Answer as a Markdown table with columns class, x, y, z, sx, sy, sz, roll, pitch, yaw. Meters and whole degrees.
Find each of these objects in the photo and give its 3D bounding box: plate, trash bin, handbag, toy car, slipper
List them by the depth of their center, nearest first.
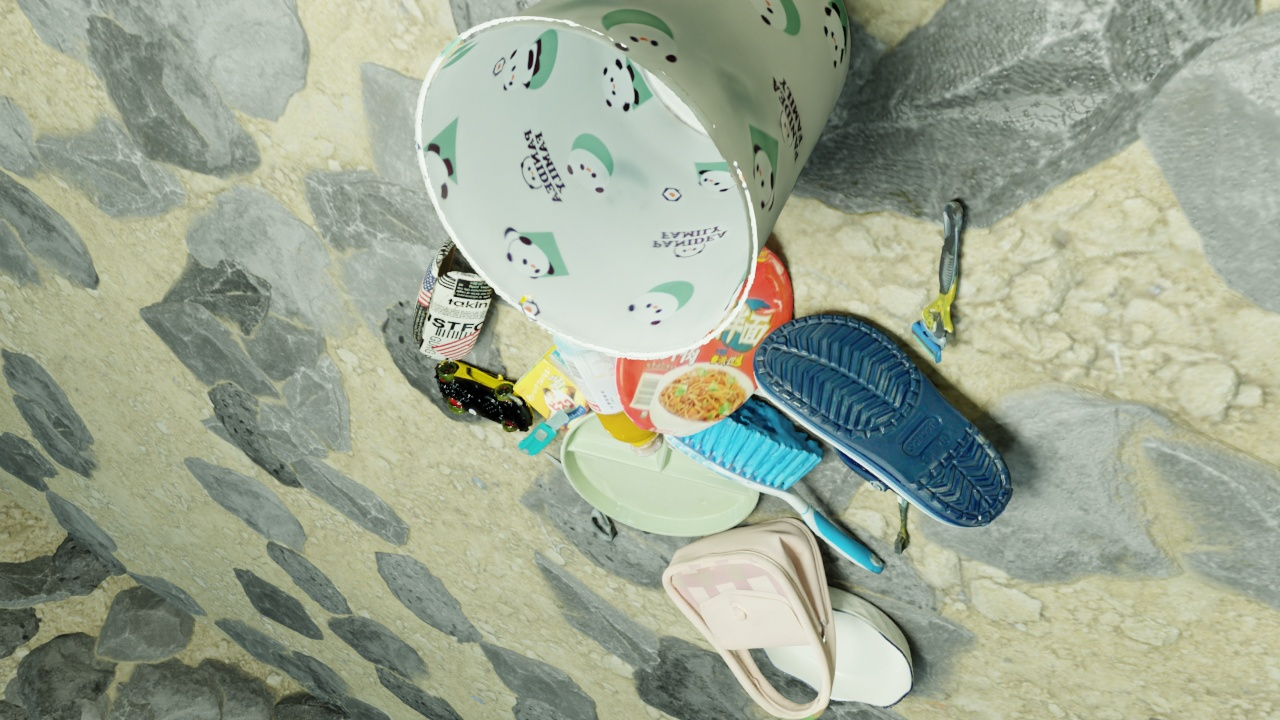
| class | x | y | z | sx | sy | sz | roll | pitch | yaw |
| --- | --- | --- | --- | --- | --- | --- | --- | --- | --- |
| trash bin | 0.016 | -0.166 | 0.623 | 0.230 | 0.251 | 0.230 | 19 | 137 | 19 |
| slipper | 0.216 | 0.053 | 0.827 | 0.253 | 0.105 | 0.095 | 37 | 168 | 7 |
| plate | 0.022 | 0.123 | 1.046 | 0.230 | 0.027 | 0.231 | 10 | 136 | 10 |
| handbag | 0.145 | 0.311 | 1.071 | 0.194 | 0.093 | 0.234 | -22 | 92 | 48 |
| plate | 0.238 | 0.348 | 1.135 | 0.205 | 0.045 | 0.205 | 19 | 139 | 18 |
| toy car | -0.193 | 0.044 | 1.143 | 0.156 | 0.041 | 0.071 | 19 | 138 | 25 |

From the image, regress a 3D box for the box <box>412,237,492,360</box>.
| class | x | y | z | sx | sy | sz | roll | pitch | yaw |
| --- | --- | --- | --- | --- | --- | --- | --- | --- | --- |
| box | -0.218 | -0.070 | 1.035 | 0.076 | 0.087 | 0.163 | 1 | 150 | -21 |

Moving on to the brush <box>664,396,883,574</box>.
| class | x | y | z | sx | sy | sz | roll | pitch | yaw |
| --- | --- | --- | --- | --- | --- | --- | --- | --- | --- |
| brush | 0.159 | 0.128 | 0.959 | 0.314 | 0.060 | 0.110 | 27 | 120 | -14 |

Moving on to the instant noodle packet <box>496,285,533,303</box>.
| class | x | y | z | sx | sy | sz | roll | pitch | yaw |
| --- | --- | --- | --- | --- | --- | --- | --- | --- | --- |
| instant noodle packet | -0.109 | -0.088 | 0.921 | 0.111 | 0.044 | 0.128 | 19 | 166 | 12 |

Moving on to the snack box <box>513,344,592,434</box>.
| class | x | y | z | sx | sy | sz | roll | pitch | yaw |
| --- | --- | --- | --- | --- | --- | --- | --- | --- | --- |
| snack box | -0.074 | 0.052 | 1.075 | 0.140 | 0.033 | 0.087 | 44 | 139 | -7 |

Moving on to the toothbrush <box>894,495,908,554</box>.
| class | x | y | z | sx | sy | sz | roll | pitch | yaw |
| --- | --- | --- | --- | --- | --- | --- | --- | --- | --- |
| toothbrush | 0.263 | 0.133 | 0.925 | 0.012 | 0.017 | 0.186 | 21 | 140 | 34 |

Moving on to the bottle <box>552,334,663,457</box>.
| class | x | y | z | sx | sy | sz | roll | pitch | yaw |
| --- | --- | --- | --- | --- | --- | --- | --- | --- | --- |
| bottle | -0.023 | 0.023 | 0.898 | 0.068 | 0.067 | 0.190 | 6 | 140 | 31 |

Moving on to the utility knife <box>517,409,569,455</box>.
| class | x | y | z | sx | sy | sz | roll | pitch | yaw |
| --- | --- | --- | --- | --- | --- | --- | --- | --- | --- |
| utility knife | -0.121 | 0.090 | 1.123 | 0.029 | 0.013 | 0.223 | 37 | 154 | -5 |

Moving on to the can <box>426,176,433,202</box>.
| class | x | y | z | sx | sy | sz | roll | pitch | yaw |
| --- | --- | --- | --- | --- | --- | --- | --- | --- | --- |
| can | -0.138 | -0.160 | 0.894 | 0.135 | 0.053 | 0.053 | 19 | 138 | 19 |

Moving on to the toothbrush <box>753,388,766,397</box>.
| class | x | y | z | sx | sy | sz | roll | pitch | yaw |
| --- | --- | --- | --- | --- | --- | --- | --- | --- | --- |
| toothbrush | 0.159 | 0.038 | 0.911 | 0.180 | 0.016 | 0.016 | 16 | 139 | 25 |

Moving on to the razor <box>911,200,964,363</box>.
| class | x | y | z | sx | sy | sz | roll | pitch | yaw |
| --- | --- | --- | --- | --- | --- | --- | --- | --- | --- |
| razor | 0.245 | -0.066 | 0.740 | 0.042 | 0.022 | 0.143 | -119 | 19 | -48 |

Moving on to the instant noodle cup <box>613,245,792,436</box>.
| class | x | y | z | sx | sy | sz | roll | pitch | yaw |
| --- | --- | --- | --- | --- | --- | --- | --- | --- | --- |
| instant noodle cup | 0.043 | -0.029 | 0.823 | 0.066 | 0.193 | 0.194 | 40 | 152 | 44 |

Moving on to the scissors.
| class | x | y | z | sx | sy | sz | roll | pitch | yaw |
| --- | --- | --- | --- | --- | --- | --- | --- | --- | --- |
| scissors | -0.055 | 0.178 | 1.204 | 0.181 | 0.014 | 0.160 | 28 | 138 | 13 |
